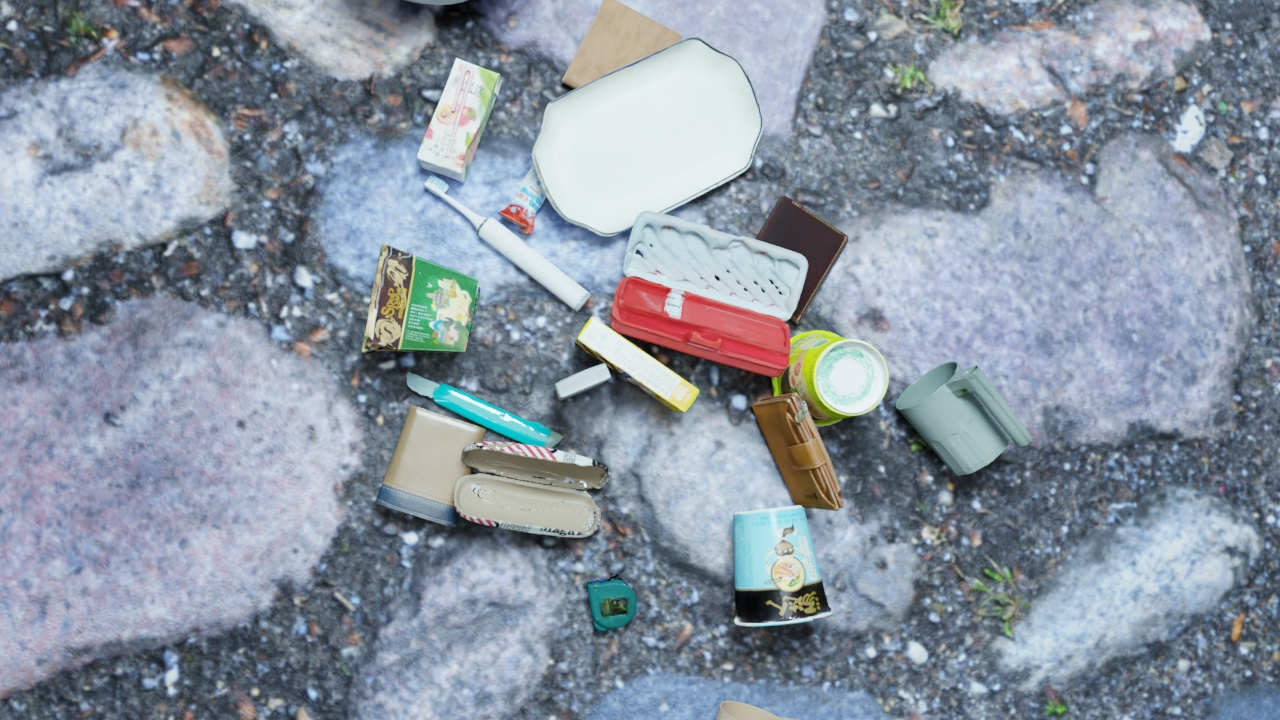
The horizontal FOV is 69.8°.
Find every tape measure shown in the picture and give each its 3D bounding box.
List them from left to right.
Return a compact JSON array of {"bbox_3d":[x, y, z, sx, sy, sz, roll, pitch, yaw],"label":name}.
[{"bbox_3d":[-0.032,0.269,1.017,0.054,0.025,0.058,-11,90,-5],"label":"tape measure"}]

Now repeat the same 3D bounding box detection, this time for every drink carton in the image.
[{"bbox_3d":[-0.198,-0.264,1.008,0.053,0.045,0.122,21,86,-4],"label":"drink carton"}]

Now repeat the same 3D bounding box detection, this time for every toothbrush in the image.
[{"bbox_3d":[-0.149,-0.131,1.019,0.221,0.027,0.026,38,74,-3],"label":"toothbrush"}]

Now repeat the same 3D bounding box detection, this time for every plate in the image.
[{"bbox_3d":[0.008,-0.246,1.019,0.265,0.034,0.162,-28,105,-9],"label":"plate"}]

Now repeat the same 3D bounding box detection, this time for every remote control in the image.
[{"bbox_3d":[-0.063,0.023,0.967,0.056,0.135,0.019,-22,89,-6],"label":"remote control"}]

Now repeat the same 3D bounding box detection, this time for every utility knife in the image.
[{"bbox_3d":[-0.174,0.056,1.016,0.185,0.013,0.029,25,82,-6],"label":"utility knife"}]

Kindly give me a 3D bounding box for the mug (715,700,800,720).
[{"bbox_3d":[0.127,0.443,1.007,0.124,0.084,0.103,20,87,-31],"label":"mug"}]

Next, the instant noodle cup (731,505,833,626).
[{"bbox_3d":[0.146,0.221,1.001,0.111,0.111,0.120,-6,81,-6],"label":"instant noodle cup"}]

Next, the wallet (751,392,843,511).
[{"bbox_3d":[0.175,0.099,0.997,0.035,0.119,0.130,-24,90,-13],"label":"wallet"}]

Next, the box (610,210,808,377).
[{"bbox_3d":[0.075,-0.071,1.005,0.201,0.069,0.157,16,71,-5],"label":"box"}]

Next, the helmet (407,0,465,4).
[{"bbox_3d":[-0.208,-0.480,0.966,0.258,0.146,0.229,-29,92,-14],"label":"helmet"}]

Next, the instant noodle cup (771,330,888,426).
[{"bbox_3d":[0.210,0.018,1.001,0.111,0.123,0.111,0,88,-6],"label":"instant noodle cup"}]

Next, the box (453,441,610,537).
[{"bbox_3d":[-0.115,0.140,0.981,0.162,0.076,0.086,11,62,-17],"label":"box"}]

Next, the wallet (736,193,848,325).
[{"bbox_3d":[0.172,-0.115,1.055,0.096,0.020,0.122,32,85,-8],"label":"wallet"}]

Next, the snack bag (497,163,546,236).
[{"bbox_3d":[-0.117,-0.192,1.024,0.045,0.026,0.105,29,83,-1],"label":"snack bag"}]

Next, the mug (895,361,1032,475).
[{"bbox_3d":[0.360,0.062,1.017,0.083,0.124,0.103,-42,95,-24],"label":"mug"}]

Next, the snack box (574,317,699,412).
[{"bbox_3d":[-0.006,0.006,0.998,0.140,0.087,0.033,33,85,-4],"label":"snack box"}]

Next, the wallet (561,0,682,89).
[{"bbox_3d":[-0.020,-0.342,1.043,0.101,0.020,0.115,27,84,-5],"label":"wallet"}]

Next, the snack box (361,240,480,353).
[{"bbox_3d":[-0.233,-0.056,0.974,0.105,0.117,0.118,12,89,-17],"label":"snack box"}]

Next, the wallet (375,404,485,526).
[{"bbox_3d":[-0.228,0.115,1.000,0.090,0.033,0.115,18,85,-8],"label":"wallet"}]
